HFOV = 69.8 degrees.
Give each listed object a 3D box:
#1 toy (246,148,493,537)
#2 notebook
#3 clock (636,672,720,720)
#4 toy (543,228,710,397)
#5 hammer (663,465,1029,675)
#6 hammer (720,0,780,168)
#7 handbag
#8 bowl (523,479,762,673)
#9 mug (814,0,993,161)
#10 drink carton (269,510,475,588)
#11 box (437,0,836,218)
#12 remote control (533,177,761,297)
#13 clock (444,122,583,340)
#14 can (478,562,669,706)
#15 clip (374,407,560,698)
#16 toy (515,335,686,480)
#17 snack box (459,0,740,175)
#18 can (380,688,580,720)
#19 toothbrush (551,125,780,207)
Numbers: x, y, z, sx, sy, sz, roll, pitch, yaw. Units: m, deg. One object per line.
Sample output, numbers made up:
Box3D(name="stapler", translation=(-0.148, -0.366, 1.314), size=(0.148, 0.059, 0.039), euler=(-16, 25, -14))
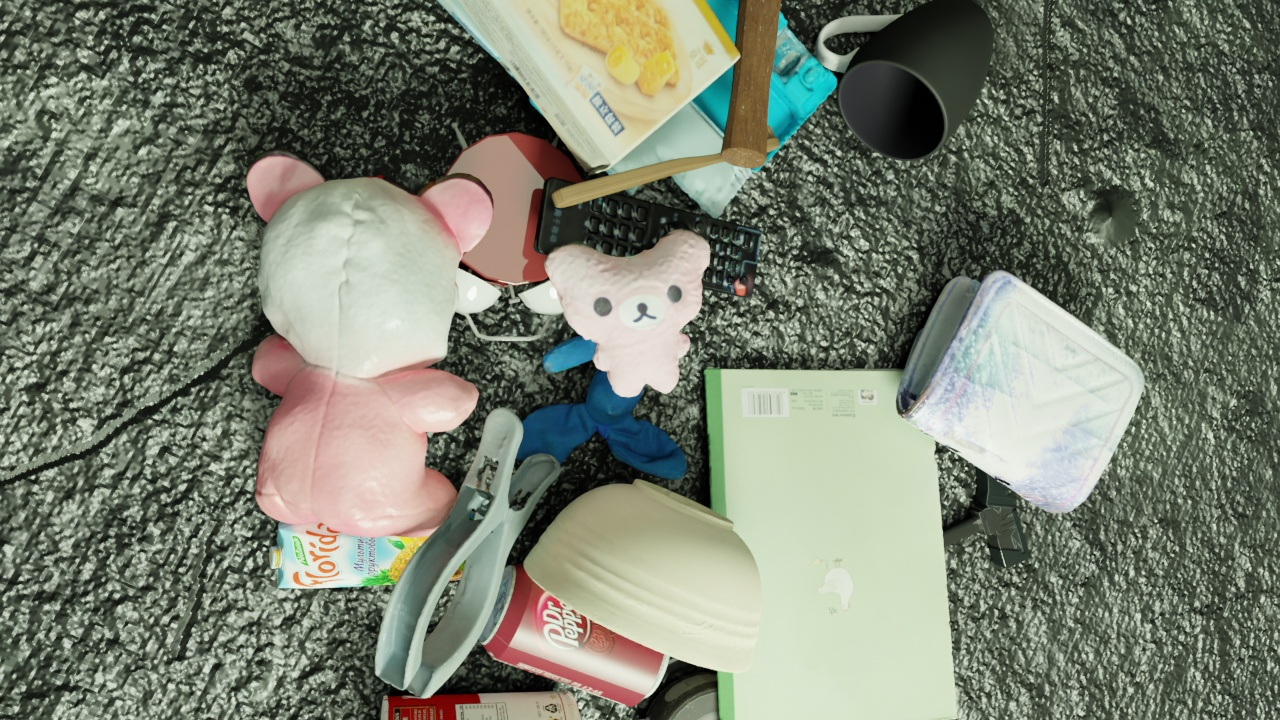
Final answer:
Box3D(name="toy", translation=(-0.161, -0.007, 0.524), size=(0.142, 0.084, 0.213), euler=(9, 94, 8))
Box3D(name="notebook", translation=(0.134, 0.130, 0.644), size=(0.181, 0.010, 0.252), euler=(1, 81, -18))
Box3D(name="clock", translation=(0.050, 0.260, 0.631), size=(0.122, 0.044, 0.091), euler=(-18, 93, -17))
Box3D(name="toy", translation=(-0.003, -0.026, 0.537), size=(0.099, 0.053, 0.096), euler=(-8, 92, -14))
Box3D(name="hammer", translation=(0.138, 0.161, 0.670), size=(0.324, 0.015, 0.095), euler=(-20, 97, -14))
Box3D(name="hammer", translation=(0.081, -0.278, 0.594), size=(0.115, 0.033, 0.322), euler=(12, 76, -22))
Box3D(name="handbag", translation=(0.273, 0.024, 0.675), size=(0.158, 0.069, 0.126), euler=(31, 83, -14))
Box3D(name="bowl", translation=(0.012, 0.119, 0.559), size=(0.150, 0.151, 0.075), euler=(25, 86, -16))
Box3D(name="mug", translation=(0.185, -0.212, 0.644), size=(0.119, 0.085, 0.100), euler=(34, 67, 15))
Box3D(name="drink carton", translation=(-0.160, 0.116, 0.567), size=(0.128, 0.039, 0.044), euler=(1, 92, -18))
Box3D(name="box", translation=(0.000, -0.204, 0.596), size=(0.227, 0.056, 0.185), euler=(44, 72, -13))
Box3D(name="remote control", translation=(0.006, -0.074, 0.573), size=(0.150, 0.022, 0.047), euler=(10, 88, -24))
Box3D(name="clock", translation=(-0.083, -0.081, 0.578), size=(0.096, 0.048, 0.137), euler=(0, 92, -16))
Box3D(name="can", translation=(-0.041, 0.176, 0.592), size=(0.114, 0.063, 0.063), euler=(25, 85, -16))
Box3D(name="clip", translation=(-0.103, 0.104, 0.518), size=(0.028, 0.108, 0.163), euler=(16, 64, 24))
Box3D(name="toy", translation=(-0.004, 0.004, 0.597), size=(0.113, 0.071, 0.176), euler=(24, 85, -5))
Box3D(name="snack box", translation=(-0.046, -0.219, 0.507), size=(0.104, 0.057, 0.208), euler=(-41, 107, -12))
Box3D(name="can", translation=(-0.101, 0.250, 0.565), size=(0.116, 0.087, 0.086), euler=(4, 91, -16))
Box3D(name="toothbrush", translation=(0.019, -0.119, 0.561), size=(0.166, 0.016, 0.016), euler=(-21, 92, -27))
